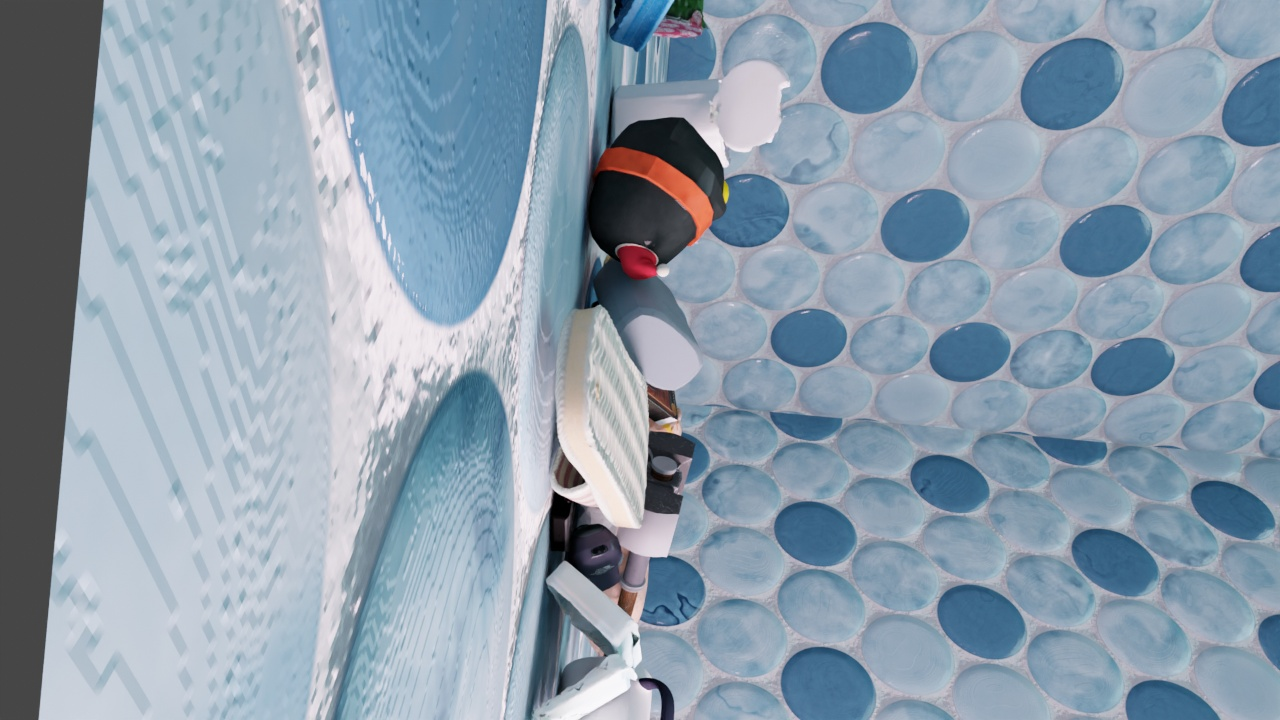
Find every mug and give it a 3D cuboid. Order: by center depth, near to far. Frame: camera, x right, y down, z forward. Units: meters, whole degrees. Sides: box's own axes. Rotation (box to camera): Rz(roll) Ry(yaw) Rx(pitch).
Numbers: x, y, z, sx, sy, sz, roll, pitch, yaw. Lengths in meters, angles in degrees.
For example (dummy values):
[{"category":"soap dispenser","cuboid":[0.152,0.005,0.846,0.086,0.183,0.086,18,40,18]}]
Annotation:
[{"category":"mug","cuboid":[-0.020,0.304,0.758,0.078,0.112,0.096,43,36,-33]}]

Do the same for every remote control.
[{"category":"remote control","cuboid":[-0.046,0.069,0.654,0.149,0.013,0.034,-83,177,-53]}]

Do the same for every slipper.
[{"category":"slipper","cuboid":[-0.028,0.039,0.574,0.263,0.052,0.115,71,20,-71]}]

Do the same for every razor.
[{"category":"razor","cuboid":[-0.032,0.139,0.654,0.143,0.047,0.052,110,-41,-75]}]

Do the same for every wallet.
[{"category":"wallet","cuboid":[-0.005,0.005,0.776,0.123,0.019,0.072,41,37,-56]}]

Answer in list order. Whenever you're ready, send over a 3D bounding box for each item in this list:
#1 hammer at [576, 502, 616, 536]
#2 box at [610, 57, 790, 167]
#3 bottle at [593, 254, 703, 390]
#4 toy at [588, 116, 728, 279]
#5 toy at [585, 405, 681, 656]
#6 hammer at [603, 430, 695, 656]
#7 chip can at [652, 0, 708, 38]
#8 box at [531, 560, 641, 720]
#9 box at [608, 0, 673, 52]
[{"category":"hammer","cuboid":[-0.027,0.047,0.899,0.131,0.039,0.327,95,0,-46]},{"category":"box","cuboid":[0.048,-0.197,0.757,0.118,0.160,0.084,23,66,-77]},{"category":"bottle","cuboid":[-0.001,-0.043,0.700,0.046,0.072,0.161,-43,-153,12]},{"category":"toy","cuboid":[0.006,-0.113,0.664,0.119,0.097,0.100,-61,172,-14]},{"category":"toy","cuboid":[-0.002,0.173,0.923,0.196,0.065,0.265,-115,-139,-58]},{"category":"hammer","cuboid":[-0.016,0.230,0.828,0.155,0.043,0.323,-66,171,-66]},{"category":"chip can","cuboid":[0.030,-0.408,0.812,0.075,0.075,0.223,-75,169,-81]},{"category":"box","cuboid":[-0.045,0.223,0.656,0.096,0.086,0.199,-50,163,-17]},{"category":"box","cuboid":[0.015,-0.365,0.655,0.173,0.066,0.231,88,9,-70]}]
